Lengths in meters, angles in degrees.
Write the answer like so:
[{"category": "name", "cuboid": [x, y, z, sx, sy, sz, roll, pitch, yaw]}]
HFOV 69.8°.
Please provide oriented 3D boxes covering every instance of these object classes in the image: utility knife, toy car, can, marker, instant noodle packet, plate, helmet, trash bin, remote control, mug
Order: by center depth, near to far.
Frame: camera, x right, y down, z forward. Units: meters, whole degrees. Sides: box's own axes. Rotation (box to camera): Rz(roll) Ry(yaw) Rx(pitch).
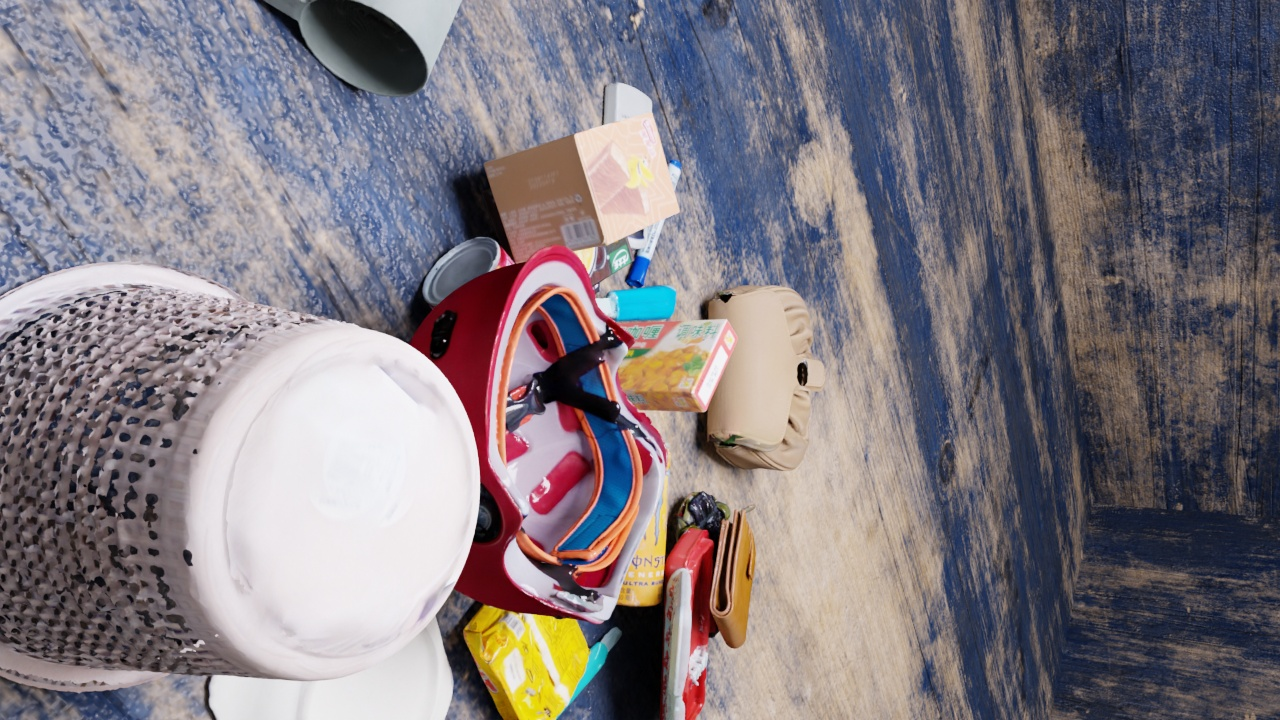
[{"category": "trash bin", "cuboid": [-0.195, 0.060, 0.443, 0.227, 0.192, 0.227, 0, 90, -55]}, {"category": "mug", "cuboid": [-0.174, -0.245, 0.579, 0.124, 0.084, 0.103, 29, 63, -24]}, {"category": "helmet", "cuboid": [-0.088, 0.049, 0.590, 0.206, 0.144, 0.240, -63, 141, -53]}, {"category": "plate", "cuboid": [-0.182, 0.216, 0.598, 0.163, 0.034, 0.164, -38, 121, -49]}, {"category": "can", "cuboid": [-0.106, -0.036, 0.676, 0.094, 0.067, 0.066, 53, 49, -40]}, {"category": "instant noodle packet", "cuboid": [-0.088, 0.227, 0.724, 0.110, 0.044, 0.128, -53, 135, -49]}, {"category": "utility knife", "cuboid": [-0.066, 0.285, 0.783, 0.177, 0.013, 0.029, -36, 123, -48]}, {"category": "utility knife", "cuboid": [-0.011, -0.050, 0.822, 0.207, 0.018, 0.034, -12, 105, -67]}, {"category": "can", "cuboid": [-0.005, 0.145, 0.830, 0.058, 0.058, 0.146, 10, 82, -55]}, {"category": "remote control", "cuboid": [-0.012, -0.178, 0.851, 0.058, 0.021, 0.150, 6, 85, -55]}, {"category": "marker", "cuboid": [0.015, -0.135, 0.894, 0.017, 0.017, 0.145, 44, 55, -46]}, {"category": "toy car", "cuboid": [0.065, 0.211, 0.945, 0.070, 0.042, 0.158, -30, 117, -55]}]

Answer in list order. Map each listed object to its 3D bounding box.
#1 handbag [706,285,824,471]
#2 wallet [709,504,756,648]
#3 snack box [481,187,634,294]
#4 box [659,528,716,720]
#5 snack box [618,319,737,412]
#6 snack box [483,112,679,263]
[{"category": "handbag", "cuboid": [0.135, 0.017, 0.994, 0.147, 0.100, 0.204, 10, 79, -51]}, {"category": "wallet", "cuboid": [0.093, 0.210, 0.902, 0.131, 0.035, 0.118, 68, 34, -59]}, {"category": "snack box", "cuboid": [-0.064, -0.099, 0.759, 0.113, 0.053, 0.126, -39, 116, -48]}, {"category": "box", "cuboid": [0.039, 0.274, 0.850, 0.160, 0.050, 0.201, -55, 150, -68]}, {"category": "snack box", "cuboid": [-0.004, 0.004, 0.744, 0.027, 0.156, 0.076, 57, 47, -36]}, {"category": "snack box", "cuboid": [-0.042, -0.126, 0.668, 0.094, 0.093, 0.077, -33, 111, -47]}]
